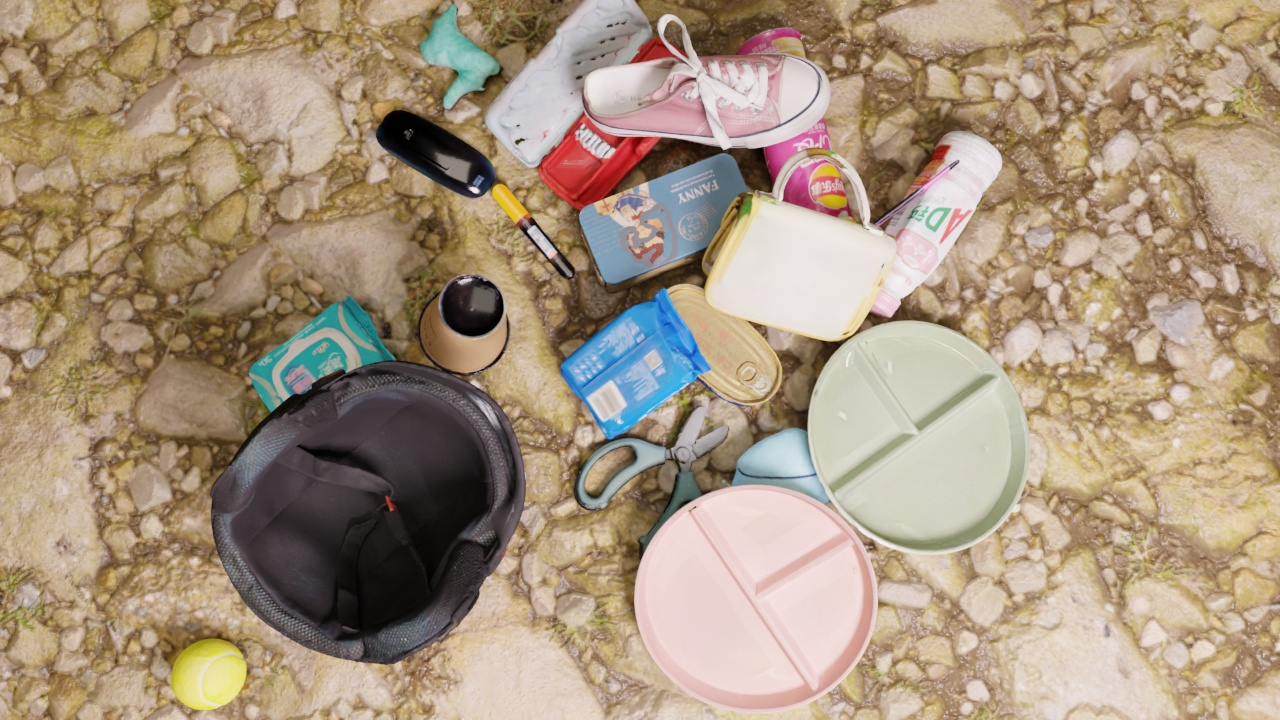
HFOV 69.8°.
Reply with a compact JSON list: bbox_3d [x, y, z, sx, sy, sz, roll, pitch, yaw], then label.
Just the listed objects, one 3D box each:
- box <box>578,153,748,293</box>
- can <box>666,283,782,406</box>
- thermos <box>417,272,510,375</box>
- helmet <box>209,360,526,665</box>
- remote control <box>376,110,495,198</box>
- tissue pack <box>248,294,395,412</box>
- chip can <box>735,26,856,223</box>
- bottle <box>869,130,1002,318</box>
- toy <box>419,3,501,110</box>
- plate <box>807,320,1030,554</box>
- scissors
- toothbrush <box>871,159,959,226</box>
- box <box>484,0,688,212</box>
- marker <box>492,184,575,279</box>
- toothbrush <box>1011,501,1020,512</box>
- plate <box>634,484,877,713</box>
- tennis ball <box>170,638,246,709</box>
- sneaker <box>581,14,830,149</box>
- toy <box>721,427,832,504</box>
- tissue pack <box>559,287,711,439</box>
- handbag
[{"bbox_3d":[0.033,-0.139,0.929,0.184,0.063,0.090,-24,85,-1],"label":"box"},{"bbox_3d":[0.075,-0.013,0.920,0.148,0.049,0.074,41,85,4],"label":"can"},{"bbox_3d":[-0.167,-0.037,0.883,0.093,0.143,0.093,2,81,-13],"label":"thermos"},{"bbox_3d":[-0.231,0.122,0.815,0.274,0.230,0.233,-40,100,-3],"label":"helmet"},{"bbox_3d":[-0.215,-0.217,0.955,0.136,0.024,0.053,30,85,3],"label":"remote control"},{"bbox_3d":[-0.314,0.009,0.917,0.133,0.050,0.093,-39,84,-5],"label":"tissue pack"},{"bbox_3d":[0.156,-0.225,0.933,0.071,0.071,0.210,-15,84,-2],"label":"chip can"},{"bbox_3d":[0.287,-0.134,0.927,0.068,0.068,0.197,32,87,3],"label":"bottle"},{"bbox_3d":[-0.192,-0.314,0.964,0.092,0.030,0.096,35,91,6],"label":"toy"},{"bbox_3d":[0.269,0.074,0.896,0.230,0.027,0.230,2,77,-9],"label":"plate"},{"bbox_3d":[0.008,0.111,0.922,0.172,0.019,0.176,21,85,3],"label":"scissors"},{"bbox_3d":[0.237,-0.140,0.918,0.190,0.014,0.018,-39,77,21],"label":"toothbrush"},{"bbox_3d":[-0.045,-0.268,0.944,0.160,0.063,0.201,42,85,-13],"label":"box"},{"bbox_3d":[-0.111,-0.133,0.952,0.018,0.015,0.124,-40,88,-3],"label":"marker"},{"bbox_3d":[0.310,0.086,0.925,0.189,0.029,0.020,43,129,3],"label":"toothbrush"},{"bbox_3d":[0.109,0.226,0.879,0.229,0.028,0.229,1,100,3],"label":"plate"},{"bbox_3d":[-0.412,0.299,0.877,0.065,0.065,0.065,0,83,0],"label":"tennis ball"},{"bbox_3d":[0.061,-0.255,0.867,0.241,0.088,0.118,1,88,4],"label":"sneaker"},{"bbox_3d":[0.157,0.115,0.906,0.156,0.050,0.161,12,85,-6],"label":"toy"},{"bbox_3d":[-0.005,0.005,0.889,0.158,0.052,0.095,-37,83,34],"label":"tissue pack"},{"bbox_3d":[0.158,-0.115,0.865,0.163,0.063,0.179,14,127,-14],"label":"handbag"}]
